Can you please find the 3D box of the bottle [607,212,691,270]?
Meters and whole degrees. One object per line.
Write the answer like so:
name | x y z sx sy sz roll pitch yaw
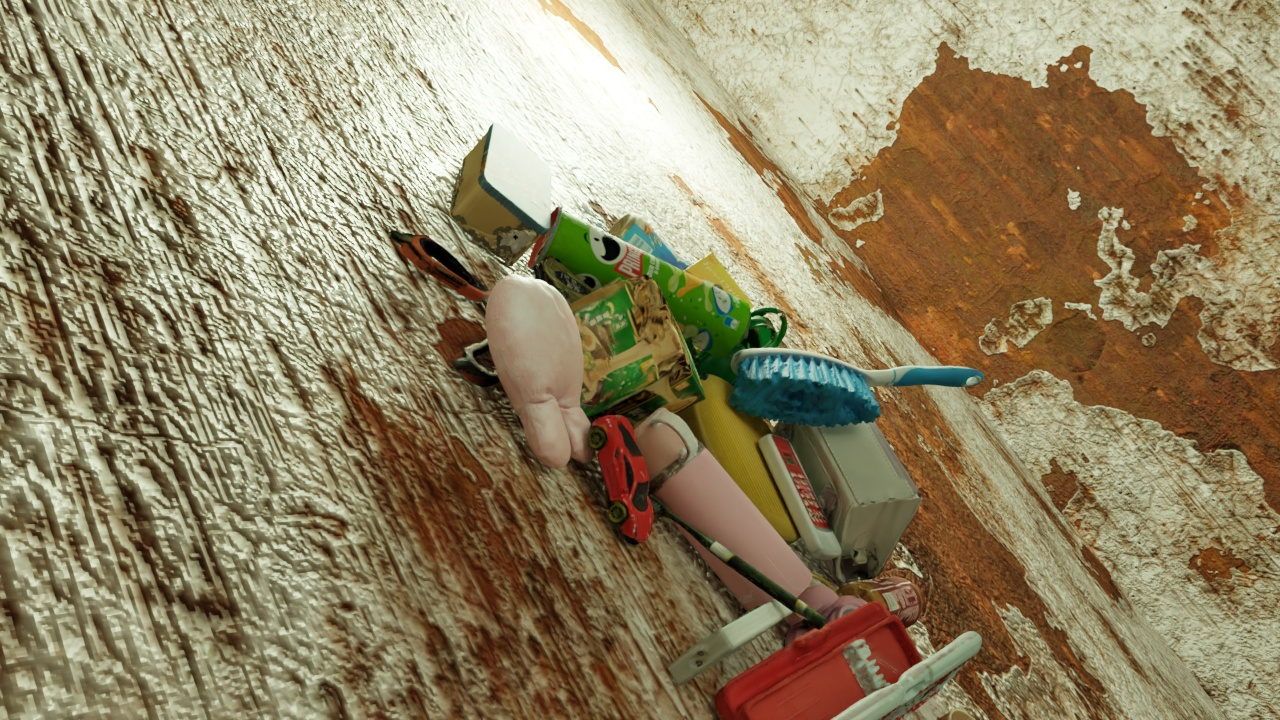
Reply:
bottle | 0.048 -0.096 1.167 0.218 0.065 0.065 40 23 -21

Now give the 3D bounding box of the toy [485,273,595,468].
toy | -0.078 0.009 0.737 0.121 0.054 0.159 6 68 -66

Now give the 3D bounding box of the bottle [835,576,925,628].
bottle | 0.257 0.260 0.971 0.174 0.058 0.057 15 39 -55

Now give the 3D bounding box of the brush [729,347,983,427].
brush | 0.244 0.027 0.992 0.314 0.061 0.109 8 33 -9

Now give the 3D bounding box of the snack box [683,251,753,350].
snack box | 0.064 -0.063 1.098 0.140 0.034 0.087 -35 88 -40

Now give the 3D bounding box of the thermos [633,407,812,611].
thermos | 0.066 0.128 0.796 0.067 0.087 0.198 -37 86 -32

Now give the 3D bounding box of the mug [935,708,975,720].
mug | 0.215 0.327 0.709 0.114 0.106 0.081 37 24 -27

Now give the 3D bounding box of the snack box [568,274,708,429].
snack box | -0.005 0.005 0.844 0.105 0.118 0.118 45 22 -54

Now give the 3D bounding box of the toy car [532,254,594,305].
toy car | -0.052 -0.042 0.906 0.158 0.042 0.070 43 20 -42

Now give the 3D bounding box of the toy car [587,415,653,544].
toy car | -0.011 0.096 0.745 0.049 0.031 0.106 12 62 -66

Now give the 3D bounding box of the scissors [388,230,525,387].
scissors | -0.127 -0.038 0.797 0.222 0.015 0.188 31 28 -44

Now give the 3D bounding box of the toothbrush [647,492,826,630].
toothbrush | 0.069 0.161 0.745 0.186 0.012 0.017 32 20 28

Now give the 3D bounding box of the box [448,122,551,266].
box | -0.141 -0.177 0.950 0.089 0.062 0.184 37 25 -28

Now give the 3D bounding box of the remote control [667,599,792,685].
remote control | 0.072 0.211 0.702 0.019 0.056 0.135 55 23 19

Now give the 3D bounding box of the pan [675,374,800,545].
pan | 0.055 0.047 0.968 0.197 0.078 0.357 20 41 -56

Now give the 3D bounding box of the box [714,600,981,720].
box | 0.165 0.237 0.685 0.201 0.102 0.095 -12 62 -40

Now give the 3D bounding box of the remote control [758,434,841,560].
remote control | 0.161 0.137 0.927 0.055 0.020 0.136 23 39 -55

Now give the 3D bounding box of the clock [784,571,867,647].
clock | 0.182 0.260 0.822 0.117 0.060 0.158 27 30 -40

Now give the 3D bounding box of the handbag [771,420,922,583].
handbag | 0.214 0.128 1.018 0.196 0.098 0.145 -109 -166 -48

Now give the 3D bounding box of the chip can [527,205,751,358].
chip can | 0.002 -0.079 0.962 0.236 0.072 0.072 25 28 -17

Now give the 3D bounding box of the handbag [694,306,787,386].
handbag | 0.120 -0.008 1.083 0.068 0.120 0.131 47 21 7
